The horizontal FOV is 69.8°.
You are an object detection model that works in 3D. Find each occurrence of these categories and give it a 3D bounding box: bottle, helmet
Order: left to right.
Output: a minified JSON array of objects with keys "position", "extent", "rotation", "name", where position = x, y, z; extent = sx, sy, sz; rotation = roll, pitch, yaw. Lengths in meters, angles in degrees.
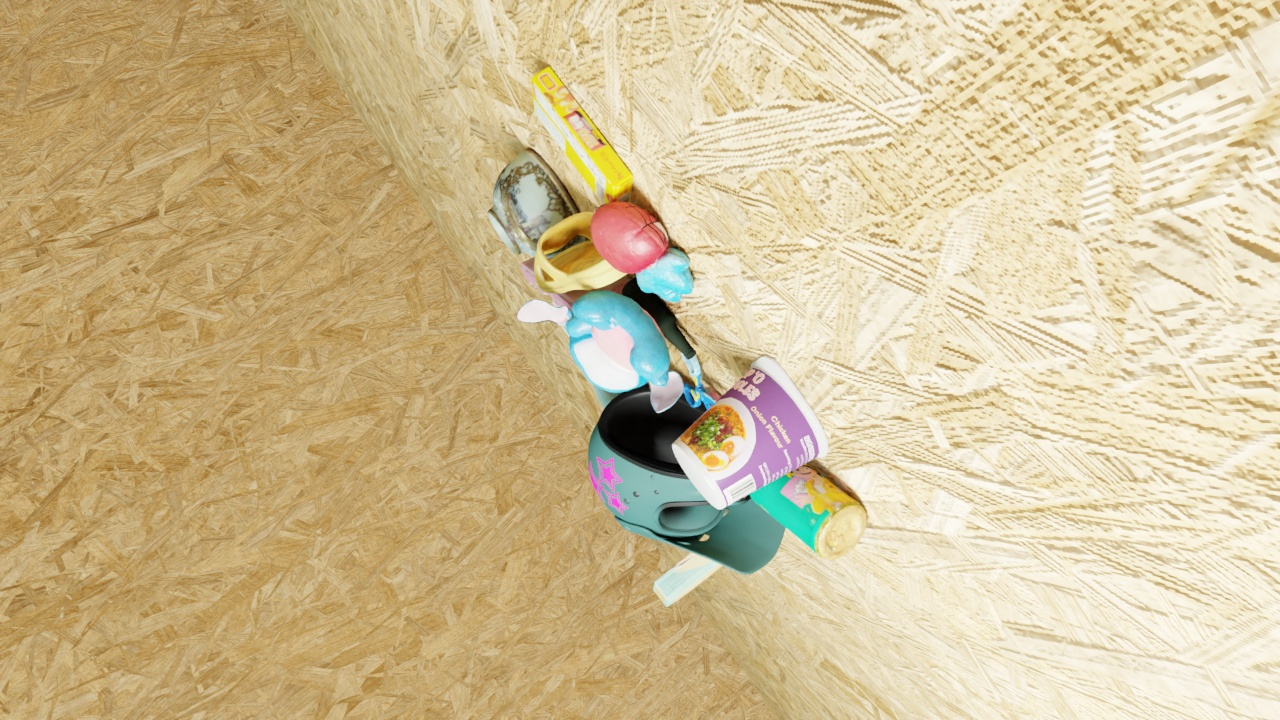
[{"position":[0.025,-0.050,1.121],"extent":[0.123,0.033,0.033],"rotation":[50,169,21],"name":"bottle"},{"position":[0.058,0.164,1.240],"extent":[0.275,0.176,0.200],"rotation":[22,141,30],"name":"helmet"},{"position":[0.151,0.133,1.001],"extent":[0.210,0.068,0.068],"rotation":[38,160,49],"name":"bottle"}]

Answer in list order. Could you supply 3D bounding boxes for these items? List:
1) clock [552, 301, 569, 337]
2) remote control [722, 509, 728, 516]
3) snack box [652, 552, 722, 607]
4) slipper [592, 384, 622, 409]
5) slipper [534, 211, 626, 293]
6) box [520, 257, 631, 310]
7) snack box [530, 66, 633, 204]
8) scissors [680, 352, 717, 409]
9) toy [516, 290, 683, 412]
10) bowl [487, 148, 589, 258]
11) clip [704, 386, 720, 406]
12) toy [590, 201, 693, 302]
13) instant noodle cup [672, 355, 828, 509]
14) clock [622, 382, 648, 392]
[{"position":[-0.084,-0.042,1.568],"extent":[0.120,0.061,0.159],"rotation":[43,169,46],"name":"clock"},{"position":[0.163,0.286,1.564],"extent":[0.133,0.022,0.050],"rotation":[52,169,17],"name":"remote control"},{"position":[0.105,0.294,1.378],"extent":[0.044,0.193,0.141],"rotation":[50,169,13],"name":"snack box"},{"position":[-0.009,0.083,1.468],"extent":[0.276,0.116,0.069],"rotation":[-139,54,-66],"name":"slipper"},{"position":[-0.073,-0.137,1.120],"extent":[0.078,0.099,0.264],"rotation":[60,164,-17],"name":"slipper"},{"position":[-0.074,-0.082,1.295],"extent":[0.233,0.106,0.116],"rotation":[35,148,58],"name":"box"},{"position":[-0.063,-0.231,0.973],"extent":[0.152,0.025,0.075],"rotation":[54,169,9],"name":"snack box"},{"position":[0.075,0.034,1.149],"extent":[0.125,0.016,0.123],"rotation":[-146,37,-66],"name":"scissors"},{"position":[-0.039,-0.026,1.101],"extent":[0.224,0.098,0.192],"rotation":[35,167,0],"name":"toy"},{"position":[-0.154,-0.202,1.275],"extent":[0.160,0.093,0.160],"rotation":[52,169,14],"name":"bowl"},{"position":[0.099,0.059,1.161],"extent":[0.060,0.023,0.045],"rotation":[49,172,35],"name":"clip"},{"position":[0.003,-0.114,0.958],"extent":[0.133,0.062,0.092],"rotation":[42,164,-11],"name":"toy"},{"position":[0.102,0.079,0.932],"extent":[0.122,0.121,0.137],"rotation":[44,165,47],"name":"instant noodle cup"},{"position":[-0.008,0.008,1.373],"extent":[0.162,0.060,0.118],"rotation":[39,160,43],"name":"clock"}]
